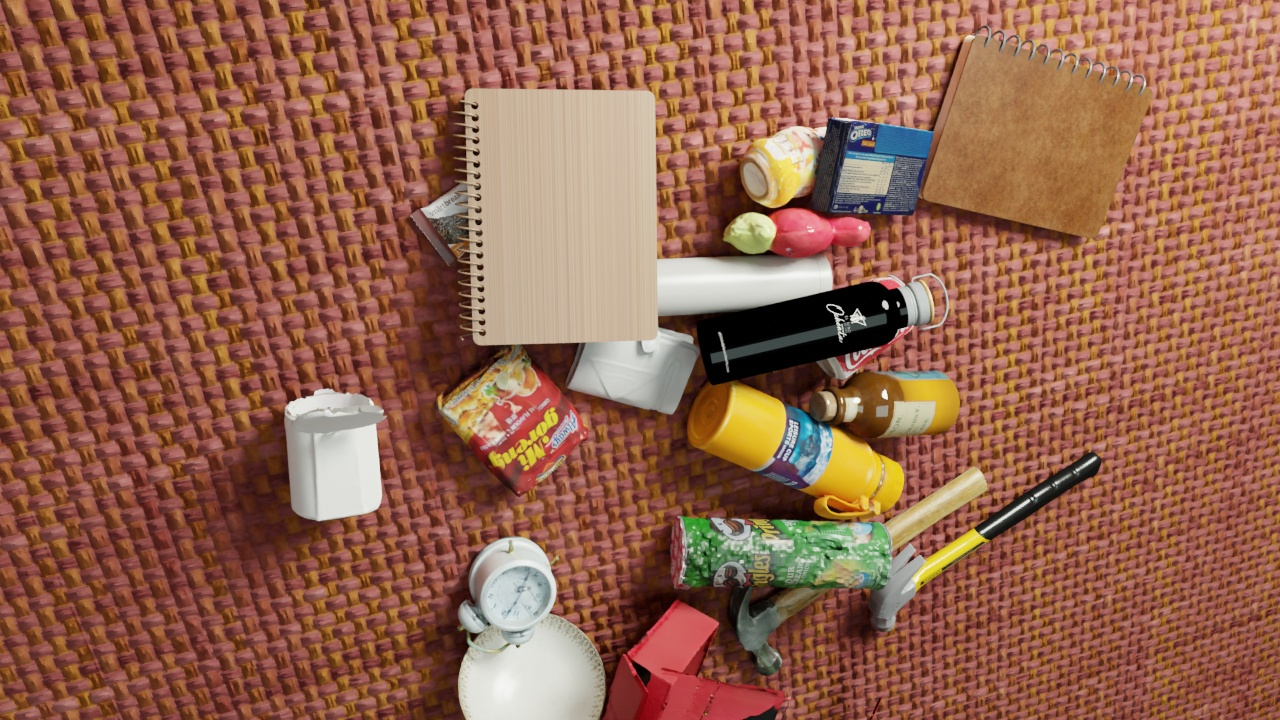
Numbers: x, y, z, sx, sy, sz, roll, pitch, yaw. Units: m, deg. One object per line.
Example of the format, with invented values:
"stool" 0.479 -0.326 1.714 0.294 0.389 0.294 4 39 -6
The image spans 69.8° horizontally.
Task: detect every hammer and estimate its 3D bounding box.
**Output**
"hammer" 0.397 0.195 1.050 0.323 0.029 0.127 -30 141 -10
"hammer" 0.245 0.217 1.027 0.330 0.033 0.132 -32 114 -5

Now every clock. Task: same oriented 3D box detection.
"clock" -0.130 0.232 0.899 0.083 0.057 0.117 24 94 -23

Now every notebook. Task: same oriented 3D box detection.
"notebook" 0.395 -0.223 0.916 0.225 0.024 0.168 8 108 -20
"notebook" -0.071 -0.120 0.777 0.169 0.022 0.210 -2 96 -9

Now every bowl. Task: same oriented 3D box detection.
"bowl" -0.110 0.332 0.923 0.145 0.145 0.063 -5 148 -15

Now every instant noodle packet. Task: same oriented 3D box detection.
"instant noodle packet" -0.117 0.053 0.851 0.098 0.040 0.135 -41 115 -8

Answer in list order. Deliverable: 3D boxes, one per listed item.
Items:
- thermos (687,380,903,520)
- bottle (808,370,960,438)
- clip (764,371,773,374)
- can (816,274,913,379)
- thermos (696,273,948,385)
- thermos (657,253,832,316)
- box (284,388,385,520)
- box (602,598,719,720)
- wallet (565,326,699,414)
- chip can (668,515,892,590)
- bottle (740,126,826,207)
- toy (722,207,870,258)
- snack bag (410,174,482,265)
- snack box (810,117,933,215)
"thermos" 0.159 0.099 0.929 0.232 0.076 0.091 24 85 -24
"bottle" 0.243 0.045 0.931 0.156 0.068 0.068 0 109 -26
"clip" 0.112 -0.009 0.899 0.050 0.053 0.044 17 124 4
"can" 0.219 -0.034 0.908 0.105 0.064 0.064 -36 115 -2
"thermos" 0.171 -0.033 0.843 0.231 0.061 0.061 -13 113 -2
"thermos" 0.067 -0.070 0.854 0.224 0.052 0.052 -4 110 -16
"box" -0.251 0.078 0.762 0.083 0.143 0.137 -5 108 -19
"box" -0.003 0.427 0.767 0.141 0.509 0.216 19 109 2
"wallet" -0.005 0.005 0.872 0.116 0.032 0.086 11 108 -21
"chip can" 0.145 0.200 0.945 0.223 0.075 0.075 2 109 -7
"bottle" 0.146 -0.182 0.834 0.109 0.063 0.063 -25 115 -22
"toy" 0.142 -0.117 0.839 0.135 0.091 0.045 -1 100 -7
"snack bag" -0.117 -0.149 0.791 0.158 0.013 0.057 -35 114 -2
"snack box" 0.214 -0.176 0.841 0.150 0.027 0.082 -7 112 -46
